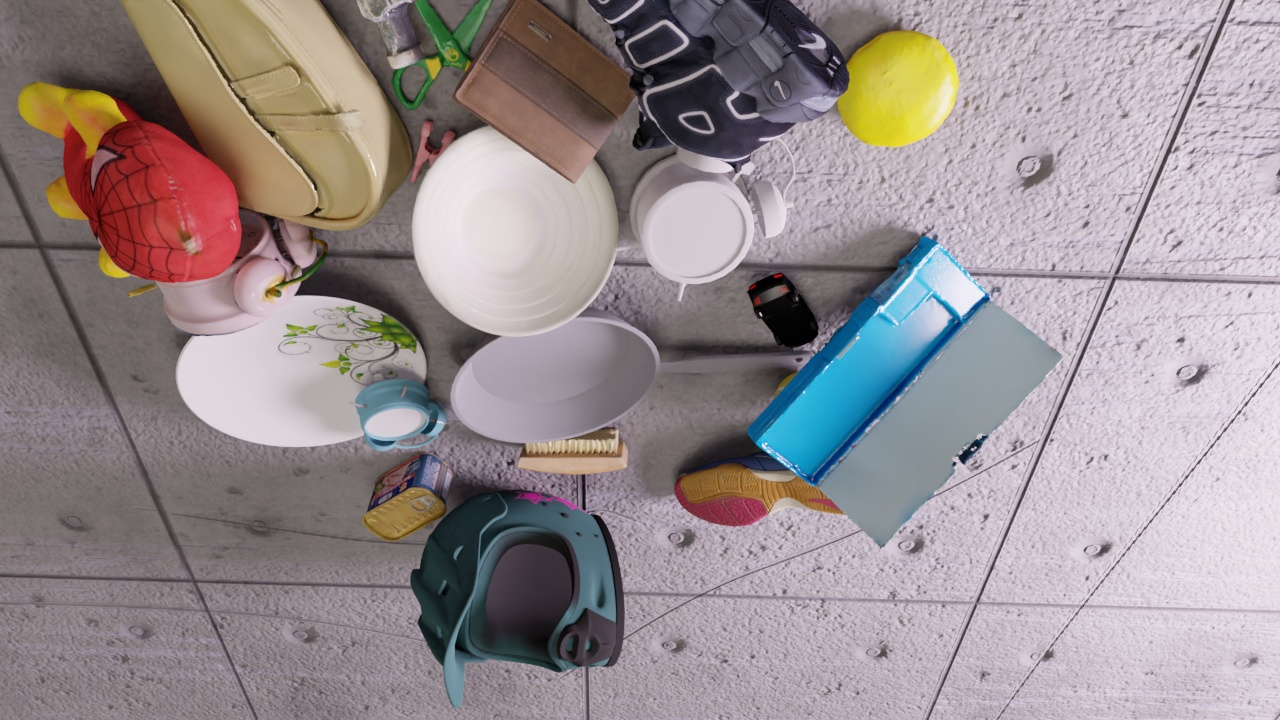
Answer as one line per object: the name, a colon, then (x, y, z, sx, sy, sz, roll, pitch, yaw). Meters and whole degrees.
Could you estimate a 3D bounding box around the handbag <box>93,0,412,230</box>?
handbag: (-0.297, -0.207, 0.714, 0.191, 0.088, 0.233, -8, 129, 12)

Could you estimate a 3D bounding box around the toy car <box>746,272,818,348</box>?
toy car: (0.136, -0.048, 0.864, 0.042, 0.036, 0.091, -24, 135, 21)

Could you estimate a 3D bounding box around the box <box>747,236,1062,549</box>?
box: (0.240, 0.029, 0.856, 0.171, 0.070, 0.244, 41, 99, 1)

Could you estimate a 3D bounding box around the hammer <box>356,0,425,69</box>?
hammer: (-0.071, -0.278, 0.596, 0.327, 0.036, 0.141, 4, 125, 32)

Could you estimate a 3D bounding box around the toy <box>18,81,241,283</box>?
toy: (-0.394, -0.135, 0.716, 0.216, 0.098, 0.148, 31, 140, 29)

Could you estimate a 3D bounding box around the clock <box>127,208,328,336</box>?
clock: (-0.344, -0.079, 0.790, 0.158, 0.116, 0.059, 1, 135, 13)

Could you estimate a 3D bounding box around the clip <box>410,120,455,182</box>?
clip: (-0.174, -0.174, 0.780, 0.044, 0.023, 0.060, 5, 124, -1)

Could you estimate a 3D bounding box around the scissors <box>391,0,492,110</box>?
scissors: (-0.144, -0.240, 0.729, 0.130, 0.011, 0.126, 32, 124, -23)

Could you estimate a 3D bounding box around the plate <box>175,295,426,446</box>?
plate: (-0.329, 0.007, 0.904, 0.229, 0.030, 0.230, -11, 143, -9)

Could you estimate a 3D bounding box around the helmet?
helmet: (-0.137, 0.238, 0.954, 0.200, 0.275, 0.176, 6, 103, -15)

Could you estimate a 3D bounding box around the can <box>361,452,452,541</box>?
can: (-0.257, 0.151, 1.020, 0.100, 0.058, 0.054, -29, 123, 23)

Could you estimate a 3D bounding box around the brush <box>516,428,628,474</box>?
brush: (-0.072, 0.094, 0.978, 0.117, 0.049, 0.039, 2, 106, 1)

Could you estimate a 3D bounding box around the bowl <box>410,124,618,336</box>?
bowl: (-0.110, -0.111, 0.779, 0.176, 0.058, 0.177, -5, 102, -23)

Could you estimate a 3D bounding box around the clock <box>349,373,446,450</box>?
clock: (-0.248, 0.059, 0.950, 0.087, 0.042, 0.123, -17, 149, -1)

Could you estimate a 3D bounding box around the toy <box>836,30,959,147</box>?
toy: (0.203, -0.213, 0.725, 0.094, 0.041, 0.096, 21, 127, -9)

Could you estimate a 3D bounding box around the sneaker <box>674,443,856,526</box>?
sneaker: (0.151, 0.125, 0.987, 0.242, 0.090, 0.116, -9, 126, 33)

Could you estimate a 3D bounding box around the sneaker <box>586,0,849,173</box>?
sneaker: (0.013, -0.230, 0.675, 0.252, 0.097, 0.151, 35, 129, -8)

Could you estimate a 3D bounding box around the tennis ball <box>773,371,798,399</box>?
tennis ball: (0.166, 0.043, 0.918, 0.065, 0.065, 0.065, 1, 129, 1)

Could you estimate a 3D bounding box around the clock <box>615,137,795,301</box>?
clock: (0.059, -0.133, 0.783, 0.120, 0.061, 0.159, 37, 112, -27)

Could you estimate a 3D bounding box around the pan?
pan: (-0.005, 0.005, 0.892, 0.356, 0.050, 0.201, -8, 145, -11)

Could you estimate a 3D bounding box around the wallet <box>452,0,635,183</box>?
wallet: (-0.073, -0.212, 0.721, 0.121, 0.027, 0.099, 33, 94, -21)
